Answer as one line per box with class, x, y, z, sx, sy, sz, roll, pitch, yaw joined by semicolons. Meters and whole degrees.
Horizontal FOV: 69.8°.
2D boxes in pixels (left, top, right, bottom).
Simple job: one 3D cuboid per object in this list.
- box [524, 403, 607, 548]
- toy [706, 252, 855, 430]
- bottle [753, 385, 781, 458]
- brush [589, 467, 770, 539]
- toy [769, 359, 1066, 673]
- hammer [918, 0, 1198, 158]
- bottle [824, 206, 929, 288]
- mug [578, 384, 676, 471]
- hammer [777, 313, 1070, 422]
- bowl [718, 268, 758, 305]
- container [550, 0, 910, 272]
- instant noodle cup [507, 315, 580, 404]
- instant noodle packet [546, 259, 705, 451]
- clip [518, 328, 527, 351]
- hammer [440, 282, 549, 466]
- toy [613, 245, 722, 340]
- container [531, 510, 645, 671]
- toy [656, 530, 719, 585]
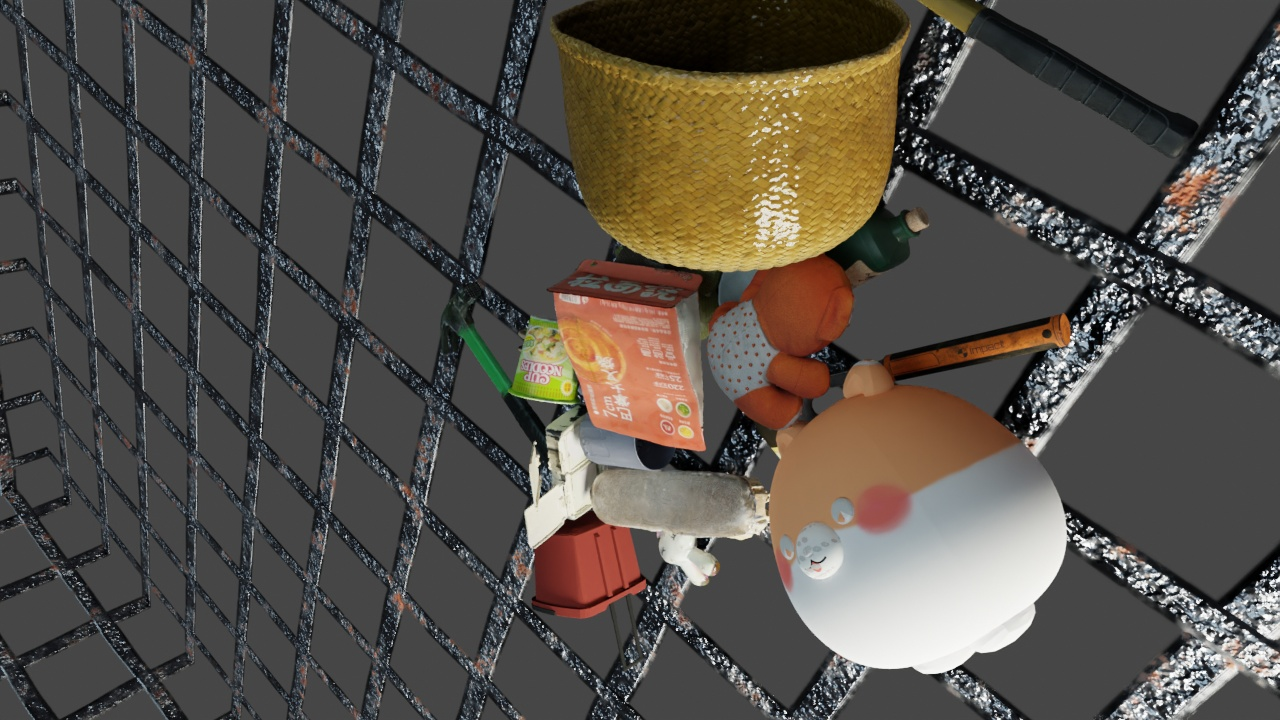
box;-0.101;0.156;1.232;0.050;0.183;0.144;9;118;31
toy;0.143;-0.035;0.907;0.173;0.092;0.163;-49;44;34
bottle;0.162;0.084;1.066;0.045;0.045;0.184;-19;95;44
brush;0.044;0.183;1.189;0.272;0.056;0.083;-3;81;40
toy;0.246;0.149;0.875;0.264;0.265;0.280;-48;65;44
hammer;0.303;-0.268;0.763;0.333;0.117;0.025;39;131;16
bottle;0.227;-0.113;0.915;0.132;0.061;0.061;-29;85;44
mug;-0.024;0.082;1.195;0.104;0.083;0.124;-1;120;43
hammer;0.272;-0.009;0.941;0.315;0.034;0.138;-16;96;43
bowl;0.139;-0.077;1.005;0.107;0.039;0.106;-14;69;38
container;0.084;-0.216;0.827;0.307;0.306;0.197;22;133;33
instant noodle cup;-0.122;-0.003;1.236;0.099;0.098;0.108;13;97;37
instant noodle packet;-0.006;0.006;1.064;0.165;0.083;0.221;10;125;28
clip;-0.149;-0.029;1.305;0.061;0.024;0.041;7;115;30
hammer;-0.199;0.044;1.373;0.318;0.032;0.131;54;132;9
toy;0.026;-0.080;1.093;0.153;0.078;0.180;30;126;18
container;-0.070;0.327;1.300;0.127;0.147;0.201;-3;96;41
toy;0.054;0.251;1.236;0.122;0.037;0.079;45;138;21
